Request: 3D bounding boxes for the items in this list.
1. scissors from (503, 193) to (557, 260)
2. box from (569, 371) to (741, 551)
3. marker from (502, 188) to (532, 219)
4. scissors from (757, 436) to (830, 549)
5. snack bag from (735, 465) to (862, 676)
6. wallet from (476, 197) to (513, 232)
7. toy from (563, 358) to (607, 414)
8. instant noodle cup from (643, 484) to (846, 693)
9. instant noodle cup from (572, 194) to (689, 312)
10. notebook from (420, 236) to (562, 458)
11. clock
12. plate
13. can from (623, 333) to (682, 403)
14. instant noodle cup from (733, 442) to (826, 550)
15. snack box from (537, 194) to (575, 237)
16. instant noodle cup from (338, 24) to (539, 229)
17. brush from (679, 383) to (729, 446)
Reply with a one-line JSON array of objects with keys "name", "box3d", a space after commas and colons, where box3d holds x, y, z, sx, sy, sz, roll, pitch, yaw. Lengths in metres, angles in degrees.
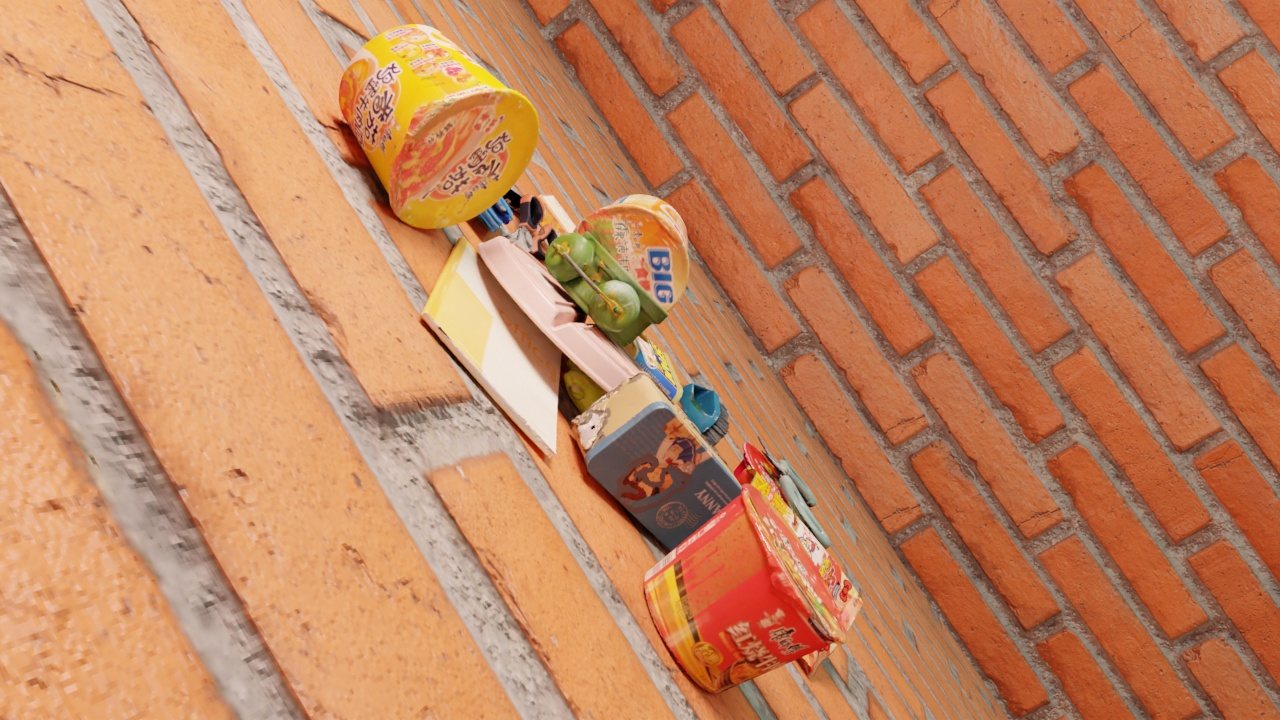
[{"name": "scissors", "box3d": [-0.131, -0.149, 1.015, 0.209, 0.015, 0.182, 49, 27, -62]}, {"name": "box", "box3d": [0.024, 0.098, 0.791, 0.184, 0.090, 0.063, 47, 8, -33]}, {"name": "marker", "box3d": [-0.155, -0.193, 1.069, 0.020, 0.022, 0.132, 14, -6, 23]}, {"name": "scissors", "box3d": [0.206, 0.177, 1.182, 0.170, 0.019, 0.174, 38, 19, -55]}, {"name": "snack bag", "box3d": [0.156, 0.224, 1.002, 0.208, 0.073, 0.128, 51, 47, -5]}, {"name": "wallet", "box3d": [-0.178, -0.189, 0.918, 0.133, 0.040, 0.106, 52, 3, -15]}, {"name": "toy", "box3d": [-0.042, 0.032, 0.854, 0.096, 0.031, 0.100, 41, 13, -42]}, {"name": "instant noodle cup", "box3d": [0.076, 0.180, 0.709, 0.138, 0.109, 0.137, 52, 12, -16]}, {"name": "instant noodle cup", "box3d": [-0.008, -0.133, 1.133, 0.151, 0.152, 0.111, 53, 23, -13]}, {"name": "notebook", "box3d": [-0.114, -0.019, 0.751, 0.146, 0.010, 0.206, 51, 11, -19]}, {"name": "clock", "box3d": [-0.035, -0.070, 0.890, 0.116, 0.056, 0.161, 46, 3, 16]}, {"name": "plate", "box3d": [-0.062, -0.034, 0.863, 0.229, 0.028, 0.229, 45, 4, -5]}, {"name": "can", "box3d": [-0.006, 0.006, 1.024, 0.083, 0.057, 0.102, 45, 14, -34]}, {"name": "instant noodle cup", "box3d": [0.161, 0.198, 1.146, 0.194, 0.066, 0.193, 53, 10, -14]}, {"name": "snack box", "box3d": [-0.088, -0.150, 1.215, 0.156, 0.027, 0.077, 54, 11, -5]}, {"name": "instant noodle cup", "box3d": [-0.168, -0.194, 0.740, 0.110, 0.138, 0.138, 50, 9, 19]}, {"name": "brush", "box3d": [0.077, 0.066, 1.204, 0.073, 0.055, 0.143, 54, 11, -9]}]
